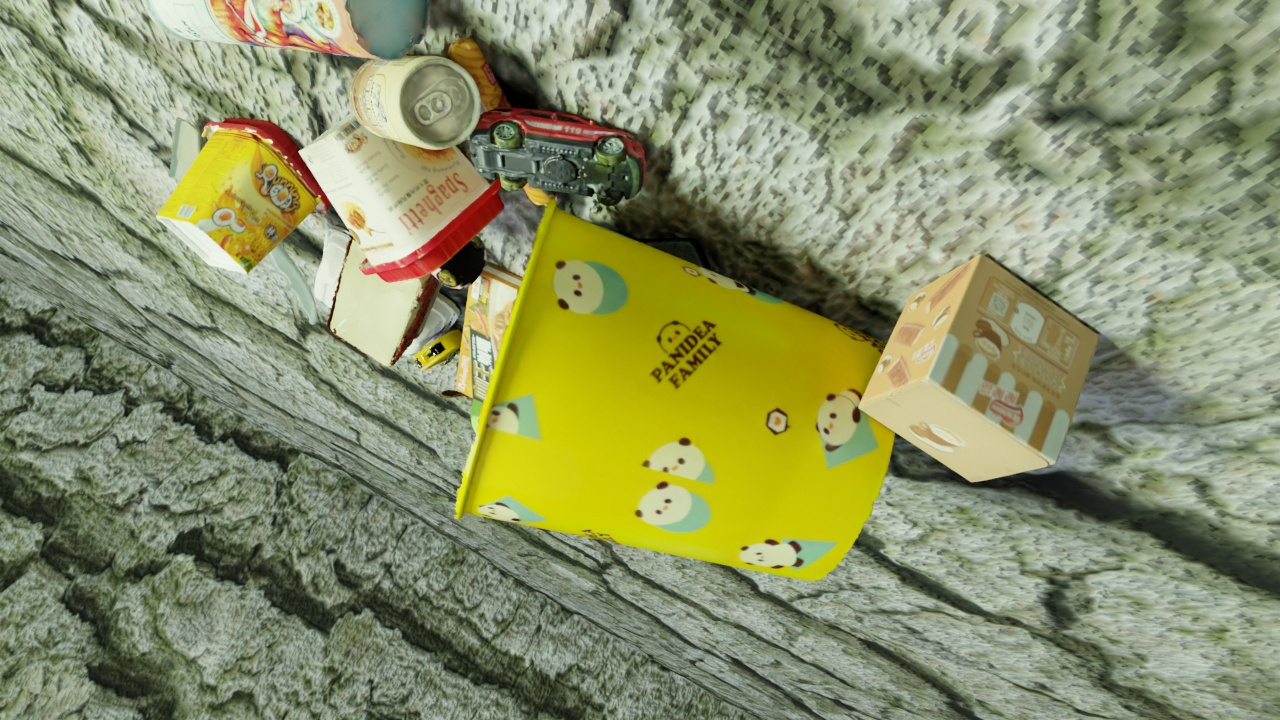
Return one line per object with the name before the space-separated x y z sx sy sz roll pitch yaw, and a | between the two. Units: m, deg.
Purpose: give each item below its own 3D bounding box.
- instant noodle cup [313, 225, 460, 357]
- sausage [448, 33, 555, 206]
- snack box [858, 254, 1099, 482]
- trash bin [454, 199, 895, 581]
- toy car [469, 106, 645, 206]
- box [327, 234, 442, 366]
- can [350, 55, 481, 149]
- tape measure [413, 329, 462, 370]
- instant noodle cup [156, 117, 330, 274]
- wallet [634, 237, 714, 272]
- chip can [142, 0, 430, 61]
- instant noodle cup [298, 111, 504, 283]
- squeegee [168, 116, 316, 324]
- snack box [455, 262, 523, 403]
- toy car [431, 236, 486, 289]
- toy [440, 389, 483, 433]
instant noodle cup | -0.306 -0.070 1.070 0.173 0.060 0.138 33 157 -11
sausage | -0.096 -0.166 0.660 0.021 0.021 0.165 17 154 29
snack box | 0.206 0.008 0.562 0.093 0.094 0.077 33 158 -7
trash bin | 0.023 0.035 0.652 0.255 0.229 0.230 17 159 -7
toy car | -0.055 -0.142 0.625 0.120 0.045 0.053 12 150 3
box | -0.258 -0.066 0.928 0.091 0.079 0.169 32 139 -4
can | -0.155 -0.177 0.624 0.058 0.058 0.116 46 169 -34
tape measure | -0.234 -0.012 1.100 0.057 0.059 0.029 -34 92 27
instant noodle cup | -0.392 -0.158 0.903 0.116 0.123 0.116 14 153 34
wallet | 0.026 -0.052 0.740 0.097 0.019 0.121 3 140 36
chip can | -0.240 -0.243 0.611 0.215 0.071 0.071 15 154 30
instant noodle cup | -0.193 -0.141 0.730 0.117 0.116 0.124 -1 130 52
squeegee | -0.443 -0.150 1.060 0.246 0.039 0.247 55 155 -14
snack box | -0.142 -0.019 0.927 0.075 0.026 0.154 25 127 13
toy car | -0.196 -0.115 0.844 0.037 0.056 0.122 -5 140 49
toy | -0.140 0.080 1.143 0.227 0.089 0.247 38 160 -35
